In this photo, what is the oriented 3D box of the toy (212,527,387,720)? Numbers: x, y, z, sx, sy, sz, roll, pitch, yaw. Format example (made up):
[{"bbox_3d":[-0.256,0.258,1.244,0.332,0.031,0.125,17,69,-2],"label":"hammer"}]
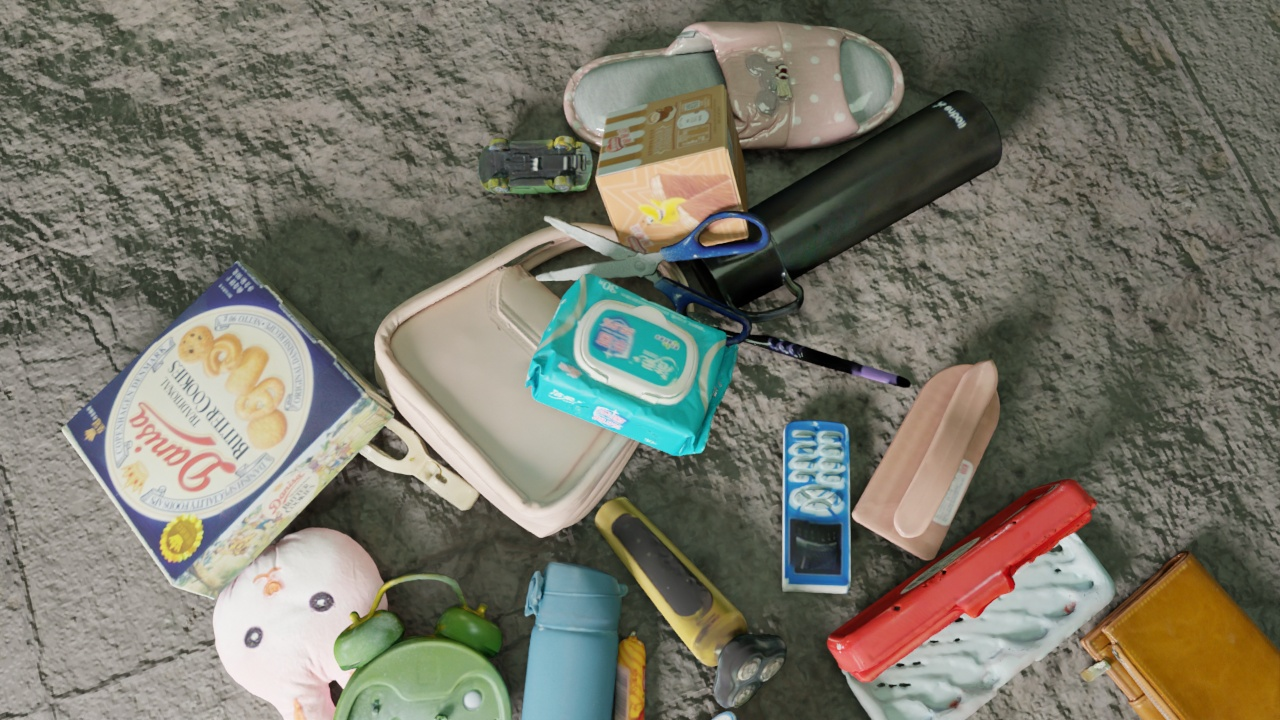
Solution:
[{"bbox_3d":[-0.230,0.202,0.654,0.121,0.054,0.159,-29,86,-8],"label":"toy"}]

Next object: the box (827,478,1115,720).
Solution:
[{"bbox_3d":[0.234,0.174,0.622,0.201,0.095,0.100,-34,76,-7],"label":"box"}]

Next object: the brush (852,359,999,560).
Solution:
[{"bbox_3d":[0.213,0.066,0.658,0.063,0.073,0.145,30,78,8],"label":"brush"}]

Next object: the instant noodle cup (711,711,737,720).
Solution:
[{"bbox_3d":[0.078,0.305,0.604,0.110,0.099,0.099,34,80,0],"label":"instant noodle cup"}]

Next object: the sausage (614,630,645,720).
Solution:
[{"bbox_3d":[-0.008,0.275,0.644,0.021,0.021,0.165,1,78,2],"label":"sausage"}]

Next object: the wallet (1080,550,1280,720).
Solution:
[{"bbox_3d":[0.386,0.220,0.638,0.119,0.035,0.130,-36,78,-6],"label":"wallet"}]

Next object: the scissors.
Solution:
[{"bbox_3d":[0.016,-0.070,0.654,0.163,0.012,0.162,-40,102,18],"label":"scissors"}]

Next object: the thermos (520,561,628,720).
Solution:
[{"bbox_3d":[-0.053,0.252,0.630,0.070,0.070,0.220,4,78,3],"label":"thermos"}]

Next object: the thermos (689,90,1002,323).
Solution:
[{"bbox_3d":[0.160,-0.110,0.700,0.242,0.068,0.090,-31,65,-4],"label":"thermos"}]

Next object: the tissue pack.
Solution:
[{"bbox_3d":[-0.004,0.004,0.629,0.133,0.050,0.093,23,58,-6],"label":"tissue pack"}]

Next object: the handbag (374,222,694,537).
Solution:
[{"bbox_3d":[-0.059,-0.008,0.686,0.193,0.093,0.233,43,73,8],"label":"handbag"}]

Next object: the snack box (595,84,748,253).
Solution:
[{"bbox_3d":[0.026,-0.138,0.678,0.094,0.077,0.092,-10,42,14],"label":"snack box"}]

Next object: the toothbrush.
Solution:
[{"bbox_3d":[0.118,-0.008,0.691,0.189,0.017,0.014,16,62,-6],"label":"toothbrush"}]

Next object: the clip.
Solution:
[{"bbox_3d":[-0.170,0.075,0.696,0.104,0.087,0.034,37,78,-19],"label":"clip"}]

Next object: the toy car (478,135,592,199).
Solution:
[{"bbox_3d":[-0.083,-0.153,0.733,0.091,0.036,0.043,1,79,1],"label":"toy car"}]

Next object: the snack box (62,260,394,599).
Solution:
[{"bbox_3d":[-0.301,0.044,0.667,0.178,0.046,0.182,39,80,27],"label":"snack box"}]

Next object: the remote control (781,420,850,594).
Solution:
[{"bbox_3d":[0.129,0.107,0.676,0.049,0.024,0.124,2,77,2],"label":"remote control"}]

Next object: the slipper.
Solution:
[{"bbox_3d":[0.074,-0.219,0.734,0.274,0.054,0.114,-3,77,2],"label":"slipper"}]

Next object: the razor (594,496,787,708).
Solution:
[{"bbox_3d":[0.030,0.164,0.650,0.062,0.068,0.167,-41,73,-9],"label":"razor"}]

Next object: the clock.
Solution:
[{"bbox_3d":[-0.150,0.226,0.621,0.116,0.056,0.161,3,84,-24],"label":"clock"}]
